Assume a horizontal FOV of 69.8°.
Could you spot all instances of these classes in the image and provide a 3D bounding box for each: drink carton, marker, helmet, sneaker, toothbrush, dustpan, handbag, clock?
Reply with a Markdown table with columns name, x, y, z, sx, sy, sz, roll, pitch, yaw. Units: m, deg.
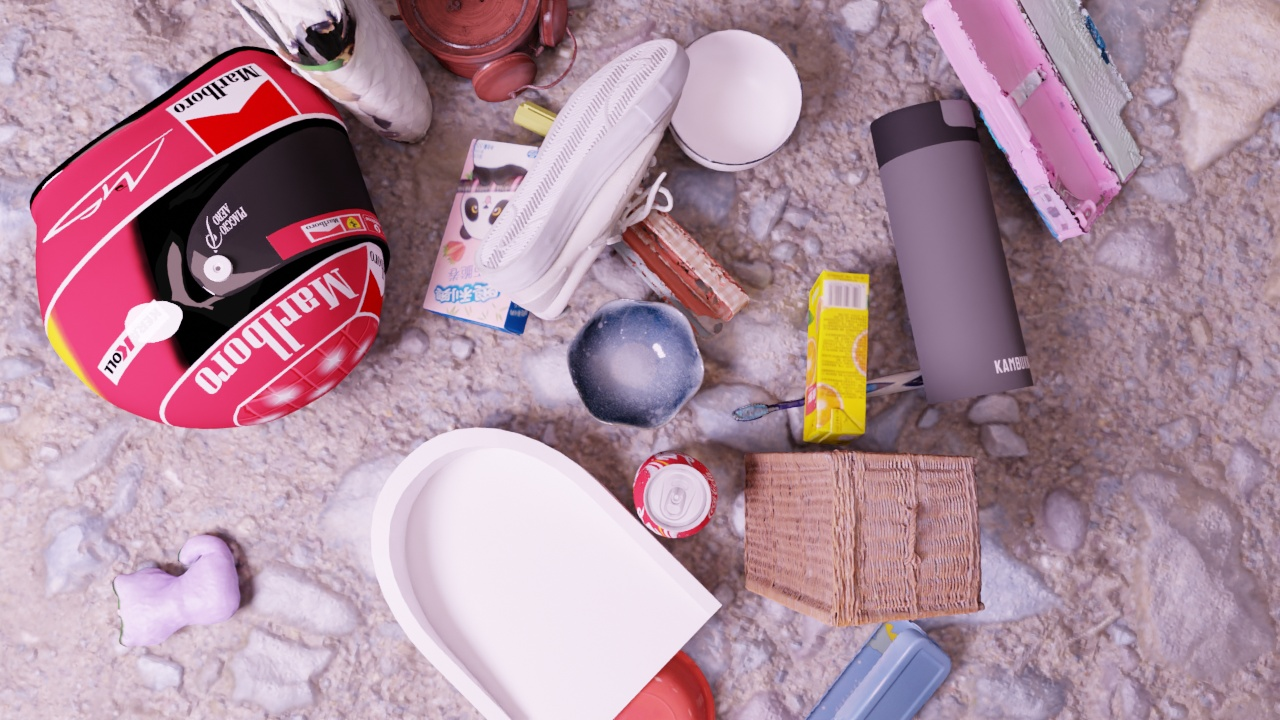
| name | x | y | z | sx | sy | sz | roll | pitch | yaw |
| --- | --- | --- | --- | --- | --- | --- | --- | --- | --- |
| drink carton | 0.162 | 0.000 | 0.754 | 0.043 | 0.058 | 0.134 | 5 | 75 | 0 |
| marker | -0.050 | -0.189 | 0.793 | 0.124 | 0.021 | 0.017 | 26 | 42 | -1 |
| helmet | -0.303 | -0.070 | 0.697 | 0.270 | 0.198 | 0.224 | -41 | 88 | -11 |
| sneaker | -0.030 | -0.139 | 0.724 | 0.089 | 0.090 | 0.242 | 22 | 75 | 45 |
| toothbrush | 0.171 | 0.029 | 0.784 | 0.189 | 0.017 | 0.016 | -11 | 85 | -2 |
| dustpan | -0.095 | 0.172 | 0.732 | 0.258 | 0.053 | 0.191 | 44 | 86 | 12 |
| handbag | -0.236 | -0.250 | 0.710 | 0.072 | 0.195 | 0.139 | -32 | 84 | 3 |
| clock | -0.126 | -0.288 | 0.771 | 0.157 | 0.072 | 0.120 | 34 | 87 | 2 |

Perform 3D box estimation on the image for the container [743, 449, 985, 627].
| name | x | y | z | sx | sy | sz | roll | pitch | yaw |
| --- | --- | --- | --- | --- | --- | --- | --- | --- | --- |
| container | 0.158 | 0.126 | 0.691 | 0.112 | 0.199 | 0.113 | 2 | 84 | -12 |

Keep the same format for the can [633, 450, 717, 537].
| name | x | y | z | sx | sy | sz | roll | pitch | yaw |
| --- | --- | --- | --- | --- | --- | --- | --- | --- | --- |
| can | 0.026 | 0.106 | 0.735 | 0.064 | 0.105 | 0.064 | 0 | 87 | -1 |

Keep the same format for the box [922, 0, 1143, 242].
| name | x | y | z | sx | sy | sz | roll | pitch | yaw |
| --- | --- | --- | --- | --- | --- | --- | --- | --- | --- |
| box | 0.340 | -0.235 | 0.770 | 0.159 | 0.035 | 0.230 | -43 | 105 | -27 |

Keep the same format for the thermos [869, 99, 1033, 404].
| name | x | y | z | sx | sy | sz | roll | pitch | yaw |
| --- | --- | --- | --- | --- | --- | --- | --- | --- | --- |
| thermos | 0.254 | -0.089 | 0.754 | 0.082 | 0.082 | 0.240 | -10 | 84 | -1 |

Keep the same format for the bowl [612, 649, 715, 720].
| name | x | y | z | sx | sy | sz | roll | pitch | yaw |
| --- | --- | --- | --- | --- | --- | --- | --- | --- | --- |
| bowl | -0.002 | 0.298 | 0.754 | 0.130 | 0.045 | 0.130 | 0 | 87 | -1 |

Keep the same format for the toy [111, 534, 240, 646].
| name | x | y | z | sx | sy | sz | roll | pitch | yaw |
| --- | --- | --- | --- | --- | --- | --- | --- | --- | --- |
| toy | -0.384 | 0.190 | 0.761 | 0.099 | 0.036 | 0.080 | -13 | 77 | -6 |

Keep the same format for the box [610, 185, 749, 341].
| name | x | y | z | sx | sy | sz | roll | pitch | yaw |
| --- | --- | --- | --- | --- | --- | --- | --- | --- | --- |
| box | 0.005 | -0.093 | 0.779 | 0.064 | 0.056 | 0.188 | -44 | 85 | -8 |

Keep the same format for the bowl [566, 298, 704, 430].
| name | x | y | z | sx | sy | sz | roll | pitch | yaw |
| --- | --- | --- | --- | --- | --- | --- | --- | --- | --- |
| bowl | -0.005 | 0.004 | 0.765 | 0.110 | 0.055 | 0.110 | 0 | 86 | -1 |

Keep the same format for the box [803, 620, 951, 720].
| name | x | y | z | sx | sy | sz | roll | pitch | yaw |
| --- | --- | --- | --- | --- | --- | --- | --- | --- | --- |
| box | 0.172 | 0.307 | 0.769 | 0.068 | 0.059 | 0.210 | 40 | 89 | -28 |

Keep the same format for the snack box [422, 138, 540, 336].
| name | x | y | z | sx | sy | sz | roll | pitch | yaw |
| --- | --- | --- | --- | --- | --- | --- | --- | --- | --- |
| snack box | -0.119 | -0.104 | 0.765 | 0.088 | 0.033 | 0.154 | 14 | 86 | 27 |

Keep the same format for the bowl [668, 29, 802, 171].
| name | x | y | z | sx | sy | sz | roll | pitch | yaw |
| --- | --- | --- | --- | --- | --- | --- | --- | --- | --- |
| bowl | 0.075 | -0.213 | 0.774 | 0.113 | 0.063 | 0.113 | 0 | 87 | -1 |
